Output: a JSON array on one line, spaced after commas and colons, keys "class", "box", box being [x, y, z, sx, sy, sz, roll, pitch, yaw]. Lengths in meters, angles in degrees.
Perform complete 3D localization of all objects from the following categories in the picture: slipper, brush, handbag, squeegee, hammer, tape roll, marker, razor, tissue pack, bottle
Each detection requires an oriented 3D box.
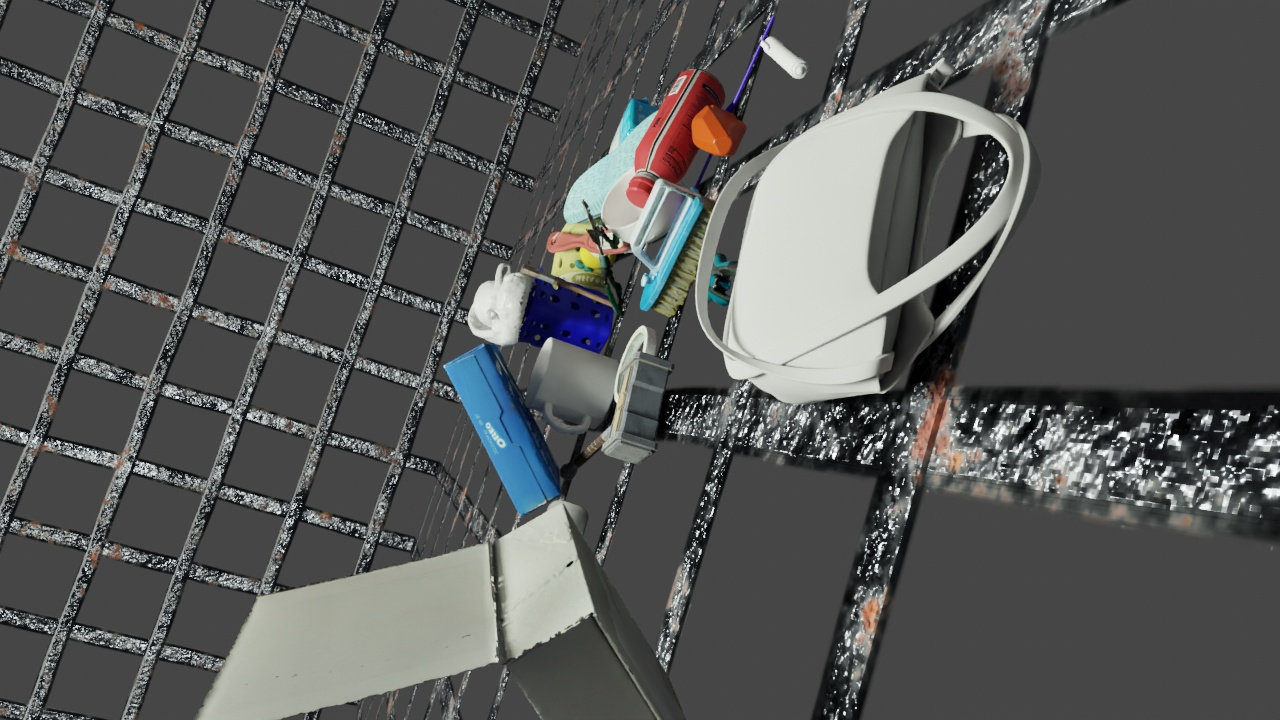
[{"class": "slipper", "box": [-0.192, -0.073, 1.258, 0.247, 0.074, 0.112, 171, 102, -71]}, {"class": "brush", "box": [-0.088, -0.095, 1.199, 0.045, 0.143, 0.008, -101, 34, -79]}, {"class": "brush", "box": [-0.065, -0.164, 1.281, 0.173, 0.030, 0.041, 5, 81, 43]}, {"class": "handbag", "box": [0.129, -0.083, 0.517, 0.223, 0.095, 0.215, -22, 52, 64]}, {"class": "squeegee", "box": [0.079, -0.236, 0.945, 0.184, 0.055, 0.250, -86, 20, -68]}, {"class": "hammer", "box": [-0.045, 0.091, 1.023, 0.323, 0.044, 0.098, 134, 152, -63]}, {"class": "tape roll", "box": [-0.006, 0.006, 1.034, 0.093, 0.013, 0.093, -162, 91, -75]}, {"class": "slipper", "box": [-0.008, -0.248, 1.229, 0.277, 0.069, 0.115, -24, 49, 48]}, {"class": "slipper", "box": [-0.087, -0.127, 1.351, 0.081, 0.091, 0.191, -101, 30, -58]}, {"class": "marker", "box": [0.137, -0.291, 0.878, 0.133, 0.020, 0.017, -99, 22, -61]}, {"class": "razor", "box": [-0.098, 0.205, 1.070, 0.116, 0.047, 0.088, 154, 134, -80]}, {"class": "tissue pack", "box": [-0.005, -0.311, 1.336, 0.144, 0.061, 0.093, -88, 21, -51]}, {"class": "brush", "box": [0.026, -0.113, 0.948, 0.055, 0.075, 0.136, -100, 33, -63]}, {"class": "bottle", "box": [0.035, -0.247, 1.037, 0.176, 0.062, 0.062, -63, 11, -23]}]

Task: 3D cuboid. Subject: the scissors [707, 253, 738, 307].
[{"class": "scissors", "box": [0.070, -0.068, 0.845, 0.129, 0.019, 0.138, 125, 160, -48]}]

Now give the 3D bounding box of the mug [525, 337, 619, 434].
[{"class": "mug", "box": [-0.086, 0.040, 1.127, 0.121, 0.090, 0.091, -85, 20, -43]}]

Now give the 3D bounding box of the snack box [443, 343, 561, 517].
[{"class": "snack box", "box": [-0.165, 0.077, 1.139, 0.056, 0.195, 0.239, -27, 3, -4]}]

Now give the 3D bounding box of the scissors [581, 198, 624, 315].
[{"class": "scissors", "box": [-0.045, -0.160, 1.135, 0.209, 0.015, 0.154, 70, -161, -58]}]

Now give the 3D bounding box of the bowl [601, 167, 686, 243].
[{"class": "bowl", "box": [0.009, -0.183, 1.096, 0.105, 0.054, 0.104, -23, 45, 25]}]

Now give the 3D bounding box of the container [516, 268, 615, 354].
[{"class": "container", "box": [-0.103, -0.057, 1.263, 0.085, 0.113, 0.085, -85, 20, -43]}]

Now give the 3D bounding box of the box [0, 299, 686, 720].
[{"class": "box", "box": [-0.176, 0.127, 0.531, 0.149, 0.506, 0.167, -65, 14, 6]}]
